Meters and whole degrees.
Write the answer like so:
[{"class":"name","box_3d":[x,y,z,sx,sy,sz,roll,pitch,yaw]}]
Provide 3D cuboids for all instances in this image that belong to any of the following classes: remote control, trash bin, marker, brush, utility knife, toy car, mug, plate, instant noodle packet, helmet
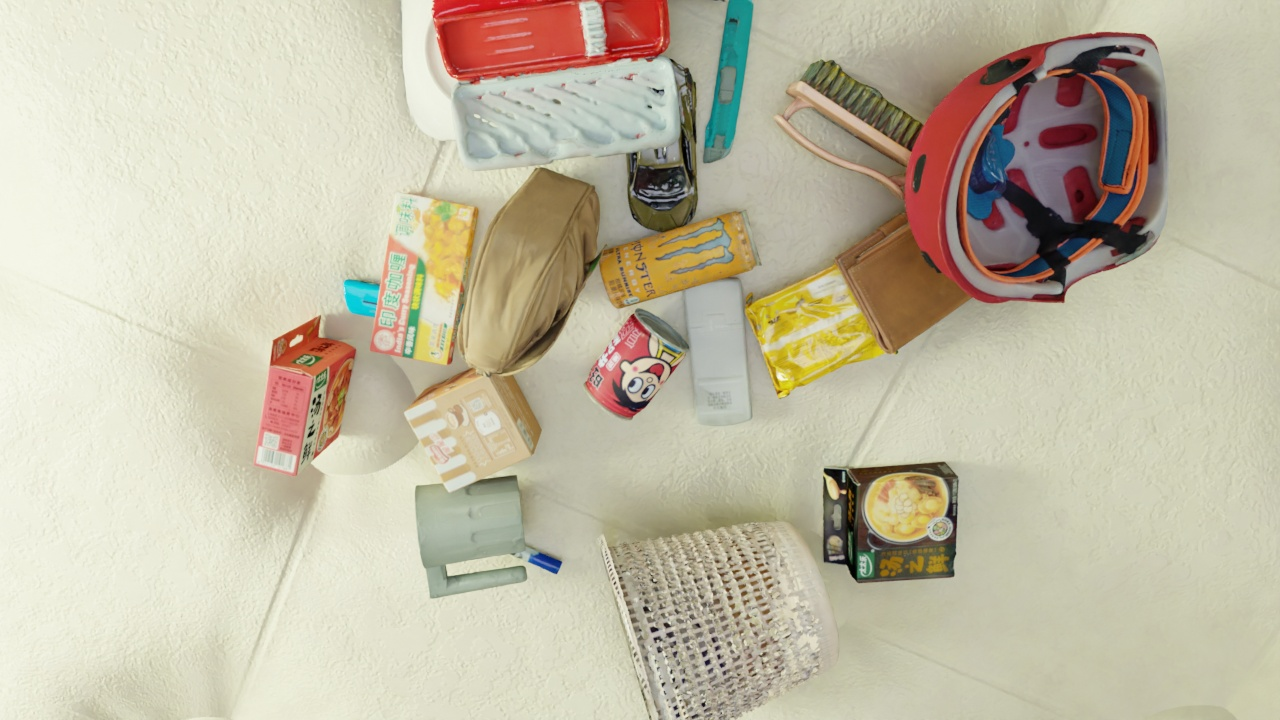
[{"class":"remote control","box_3d":[0.077,-0.008,0.909,0.058,0.021,0.150,-5,106,6]},{"class":"trash bin","box_3d":[0.079,0.254,0.900,0.192,0.227,0.227,-16,105,-6]},{"class":"marker","box_3d":[-0.153,0.193,0.981,0.146,0.017,0.017,25,106,-5]},{"class":"brush","box_3d":[0.196,-0.206,0.826,0.145,0.063,0.073,31,101,-8]},{"class":"utility knife","box_3d":[0.082,-0.268,0.837,0.029,0.013,0.178,7,106,-1]},{"class":"toy car","box_3d":[0.020,-0.196,0.849,0.070,0.042,0.158,-3,109,4]},{"class":"mug","box_3d":[-0.171,0.180,0.937,0.103,0.083,0.124,-7,109,-9]},{"class":"utility knife","box_3d":[-0.192,-0.046,0.913,0.208,0.018,0.034,11,106,-2]},{"class":"plate","box_3d":[-0.139,-0.282,0.833,0.164,0.034,0.164,0,107,3]},{"class":"instant noodle packet","box_3d":[0.174,-0.035,0.886,0.128,0.044,0.111,-22,102,6]},{"class":"helmet","box_3d":[0.314,-0.159,0.779,0.239,0.144,0.207,-24,115,-11]}]

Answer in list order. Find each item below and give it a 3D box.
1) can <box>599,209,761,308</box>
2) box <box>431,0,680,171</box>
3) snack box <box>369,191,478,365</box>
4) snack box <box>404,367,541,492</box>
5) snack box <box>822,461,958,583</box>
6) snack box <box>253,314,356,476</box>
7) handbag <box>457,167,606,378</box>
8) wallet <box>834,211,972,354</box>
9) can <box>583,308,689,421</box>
[{"class":"can","box_3d":[0.036,-0.095,0.864,0.146,0.058,0.058,-16,105,9]},{"class":"box","box_3d":[-0.071,-0.253,0.799,0.201,0.049,0.161,-6,113,4]},{"class":"snack box","box_3d":[-0.208,-0.078,0.885,0.077,0.027,0.156,11,95,0]},{"class":"snack box","box_3d":[-0.164,0.061,0.911,0.094,0.077,0.093,-24,104,8]},{"class":"snack box","box_3d":[0.255,0.166,0.941,0.125,0.053,0.113,-4,106,-2]},{"class":"snack box","box_3d":[-0.322,0.031,0.891,0.044,0.113,0.127,15,106,-1]},{"class":"handbag","box_3d":[-0.091,-0.080,0.806,0.100,0.204,0.148,22,122,-2]},{"class":"wallet","box_3d":[0.255,-0.089,0.854,0.130,0.035,0.119,-33,98,-10]},{"class":"can","box_3d":[-0.005,0.005,0.893,0.066,0.066,0.094,35,105,-8]}]
